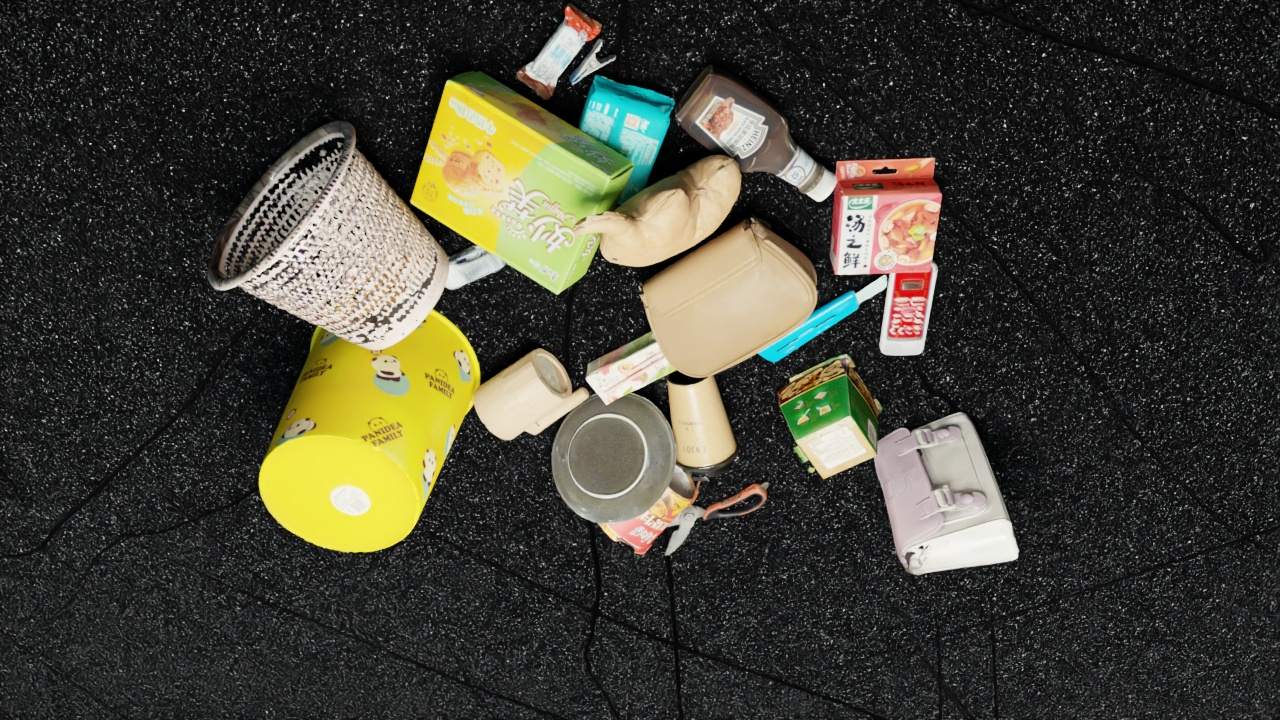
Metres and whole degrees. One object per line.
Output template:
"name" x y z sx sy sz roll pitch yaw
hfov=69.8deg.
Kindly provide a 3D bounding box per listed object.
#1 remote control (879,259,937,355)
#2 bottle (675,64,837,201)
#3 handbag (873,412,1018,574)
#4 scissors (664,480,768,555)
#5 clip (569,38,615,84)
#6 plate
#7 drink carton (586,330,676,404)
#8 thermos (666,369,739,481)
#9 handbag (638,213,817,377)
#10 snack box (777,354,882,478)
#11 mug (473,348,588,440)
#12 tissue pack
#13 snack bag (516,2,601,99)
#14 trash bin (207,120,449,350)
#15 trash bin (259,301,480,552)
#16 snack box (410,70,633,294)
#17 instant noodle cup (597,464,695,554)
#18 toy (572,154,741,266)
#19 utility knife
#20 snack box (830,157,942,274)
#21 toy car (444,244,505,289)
"remote control" 0.333 -0.064 1.144 0.056 0.020 0.136 0 125 2
"bottle" 0.134 -0.242 1.014 0.195 0.044 0.080 31 122 -19
"handbag" 0.391 0.173 1.203 0.145 0.196 0.098 -22 124 17
"scissors" 0.087 0.218 1.361 0.189 0.015 0.227 6 126 -2
"clip" -0.055 -0.318 0.982 0.056 0.024 0.026 -34 120 19
"plate" -0.041 0.127 1.219 0.180 0.179 0.024 -20 163 16
"drink carton" -0.007 0.007 1.197 0.123 0.045 0.053 -26 119 19
"thermos" 0.078 0.080 1.222 0.093 0.092 0.143 -9 118 9
"handbag" 0.106 -0.077 1.104 0.205 0.099 0.148 -29 111 21
"snack box" 0.253 0.082 1.200 0.118 0.105 0.118 -29 120 20
"mug" -0.142 0.051 1.222 0.104 0.084 0.124 -34 141 22
"tissue pack" -0.026 -0.242 1.018 0.093 0.050 0.134 19 124 -7
"snack bag" -0.087 -0.327 0.975 0.045 0.026 0.106 29 123 -27
"trash bin" -0.334 -0.121 1.037 0.228 0.227 0.192 -30 131 22
"trash bin" -0.335 0.081 1.139 0.229 0.254 0.230 1 125 2
"snack box" -0.133 -0.195 1.005 0.210 0.069 0.158 32 123 7
"instant noodle cup" 0.002 0.179 1.273 0.109 0.137 0.138 -42 114 17
"toy" 0.013 -0.150 0.992 0.082 0.225 0.144 50 143 12
"utility knife" 0.231 -0.053 1.159 0.188 0.018 0.034 -33 117 22
"snack box" 0.282 -0.165 1.060 0.113 0.044 0.127 -2 125 4
"toy car" -0.210 -0.115 1.129 0.091 0.034 0.043 -19 126 17
